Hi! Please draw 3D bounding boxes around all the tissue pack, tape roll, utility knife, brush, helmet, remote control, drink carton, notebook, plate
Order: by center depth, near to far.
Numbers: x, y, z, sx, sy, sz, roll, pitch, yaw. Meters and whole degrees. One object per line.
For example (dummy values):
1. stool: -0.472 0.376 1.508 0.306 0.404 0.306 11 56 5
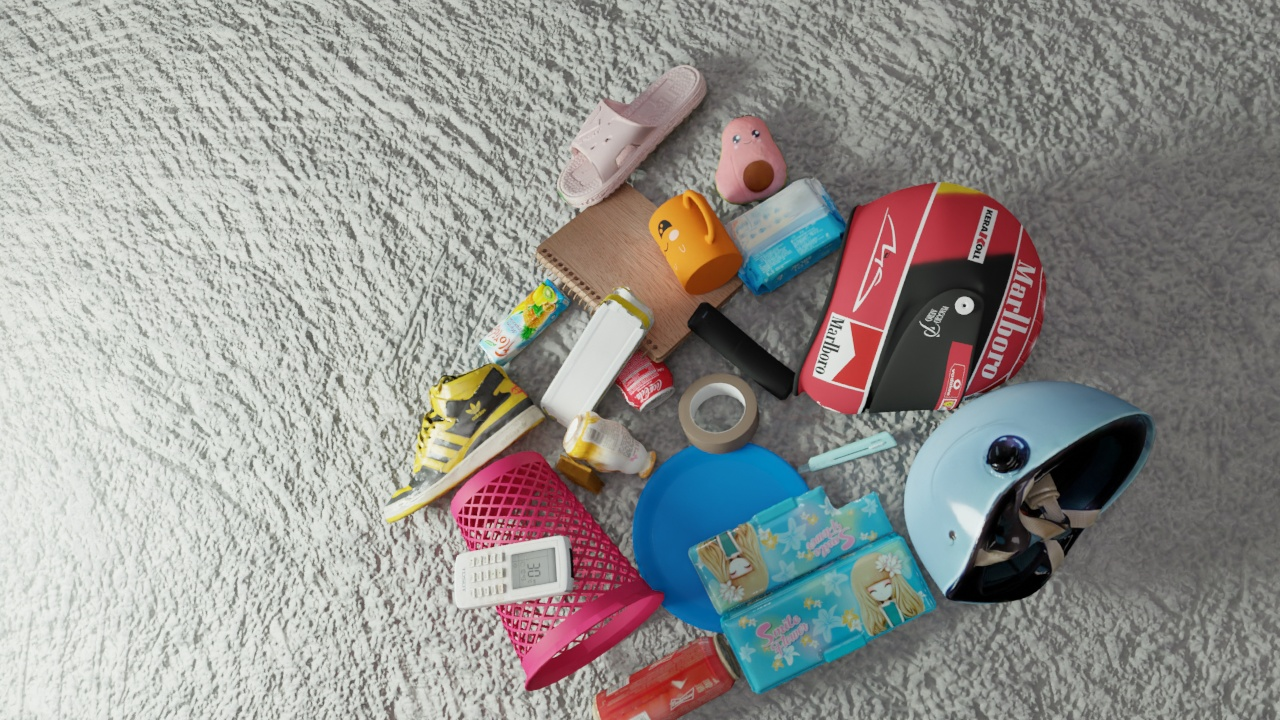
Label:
1. helmet: 0.384 0.119 0.943 0.266 0.225 0.166 -47 49 17
2. remote control: -0.134 0.226 0.974 0.139 0.025 0.060 -13 65 17
3. helmet: 0.314 -0.054 0.995 0.225 0.197 0.271 18 94 15
4. utility knife: 0.240 0.110 1.080 0.120 0.015 0.022 -20 109 10
5. brush: -0.076 0.131 1.086 0.048 0.126 0.017 24 75 17
6. plate: 0.102 0.207 1.089 0.224 0.024 0.224 -2 81 12
7. remote control: 0.124 -0.012 1.094 0.152 0.020 0.041 38 69 -7
8. tape roll: 0.094 0.063 1.095 0.094 0.030 0.093 -6 59 10
9. tissue pack: 0.172 -0.149 1.110 0.144 0.061 0.093 -32 74 5
10. notebook: -0.005 -0.110 1.130 0.210 0.022 0.168 41 66 15
11. drink carton: -0.150 -0.047 1.178 0.129 0.038 0.044 -43 75 3

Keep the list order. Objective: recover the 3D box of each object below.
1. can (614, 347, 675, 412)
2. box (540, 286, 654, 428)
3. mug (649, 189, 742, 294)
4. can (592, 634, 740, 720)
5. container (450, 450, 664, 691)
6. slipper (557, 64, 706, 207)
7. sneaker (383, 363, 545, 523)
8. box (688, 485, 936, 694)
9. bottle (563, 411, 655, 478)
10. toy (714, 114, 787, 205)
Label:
1. can: -0.007 0.007 1.124 0.064 0.064 0.104 -35 76 5
2. box: -0.052 0.000 1.095 0.066 0.044 0.210 37 129 3
3. mug: 0.067 -0.148 1.079 0.077 0.113 0.096 -21 66 -17
4. can: 0.029 0.380 1.057 0.170 0.067 0.067 -31 76 7
5. container: -0.111 0.232 1.068 0.183 0.183 0.225 -39 68 4
6. slipper: -0.021 -0.297 1.160 0.239 0.064 0.094 -43 47 -1
7. sneaker: -0.247 0.095 1.147 0.238 0.086 0.122 -35 88 1
8. box: 0.190 0.244 1.034 0.227 0.039 0.182 -26 88 1
9. bottle: -0.036 0.106 1.106 0.109 0.063 0.063 26 87 -15
10. toy: 0.133 -0.250 1.139 0.090 0.051 0.110 -13 78 9
